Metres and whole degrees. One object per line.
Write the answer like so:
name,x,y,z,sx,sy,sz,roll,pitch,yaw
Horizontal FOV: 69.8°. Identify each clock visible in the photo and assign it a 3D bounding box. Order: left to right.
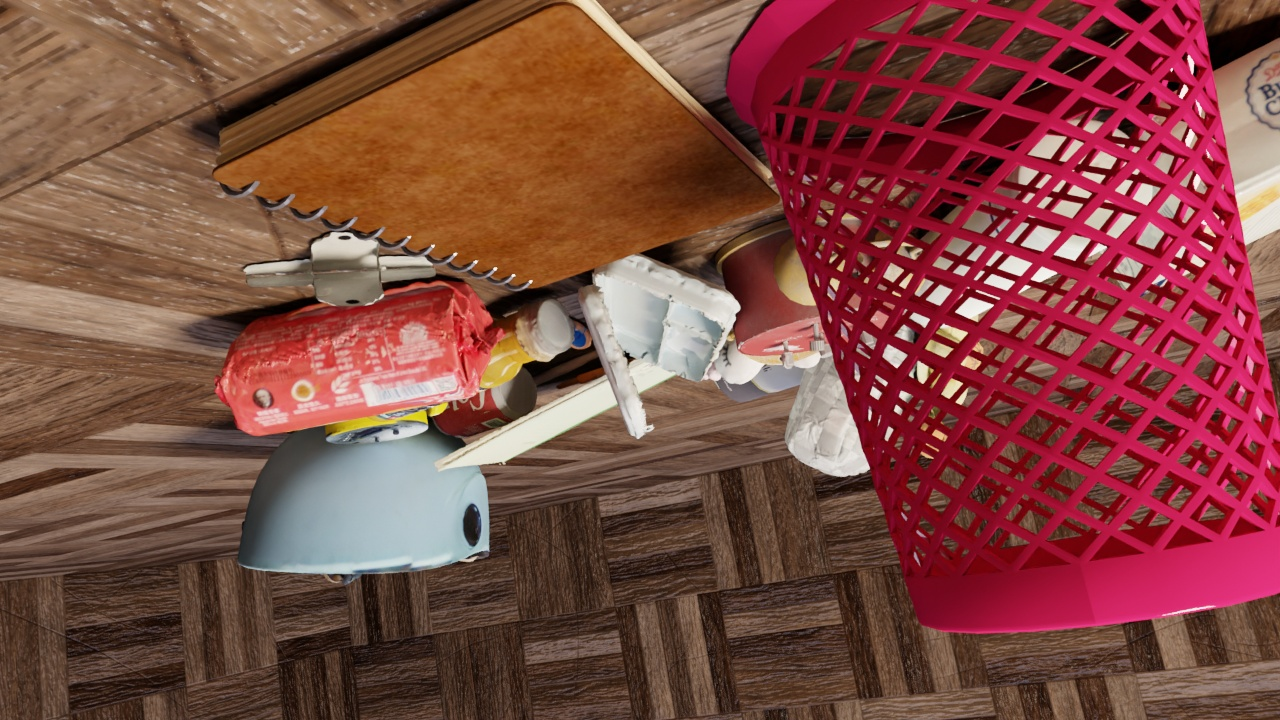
clock,-0.213,0.039,0.774,0.084,0.057,0.118,-20,165,37
clock,0.120,-0.043,0.593,0.117,0.081,0.159,-6,168,-21

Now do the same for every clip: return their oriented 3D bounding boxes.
clip,-0.156,-0.045,0.488,0.101,0.038,0.054,-7,-179,-21

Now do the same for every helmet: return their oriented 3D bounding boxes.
helmet,-0.261,0.129,0.874,0.225,0.167,0.265,-2,180,5

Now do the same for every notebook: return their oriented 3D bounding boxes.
notebook,-0.049,-0.082,0.410,0.168,0.024,0.225,-16,167,23
notebook,-0.049,0.041,0.853,0.253,0.010,0.182,-27,172,8

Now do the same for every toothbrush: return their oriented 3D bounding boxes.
toothbrush,-0.056,-0.025,0.709,0.021,0.017,0.135,-7,171,6
toothbrush,-0.050,0.002,0.834,0.015,0.018,0.182,-1,166,-42

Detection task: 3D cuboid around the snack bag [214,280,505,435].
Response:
snack bag,-0.175,-0.003,0.571,0.176,0.082,0.082,-11,169,1

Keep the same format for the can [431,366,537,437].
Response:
can,-0.143,0.037,0.833,0.097,0.054,0.054,-19,166,37

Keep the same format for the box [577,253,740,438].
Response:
box,-0.010,0.008,0.632,0.107,0.109,0.216,26,169,6

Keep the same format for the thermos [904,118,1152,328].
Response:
thermos,0.213,-0.070,0.548,0.068,0.068,0.230,-10,173,0

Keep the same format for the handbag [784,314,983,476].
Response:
handbag,0.196,0.017,0.723,0.123,0.171,0.112,27,-171,29

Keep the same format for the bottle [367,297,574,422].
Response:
bottle,-0.131,0.000,0.661,0.187,0.053,0.053,-17,167,32

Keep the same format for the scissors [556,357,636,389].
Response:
scissors,-0.023,0.007,0.863,0.129,0.011,0.125,-17,180,-1

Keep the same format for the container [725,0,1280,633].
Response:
container,0.145,-0.023,0.349,0.183,0.225,0.183,-10,169,-2

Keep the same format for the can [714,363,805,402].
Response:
can,0.125,-0.007,0.817,0.064,0.064,0.128,1,164,-43

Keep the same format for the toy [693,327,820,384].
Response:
toy,0.084,-0.017,0.721,0.126,0.075,0.037,-18,147,39

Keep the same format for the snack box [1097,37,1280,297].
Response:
snack box,0.316,-0.100,0.491,0.104,0.057,0.207,-29,164,13
